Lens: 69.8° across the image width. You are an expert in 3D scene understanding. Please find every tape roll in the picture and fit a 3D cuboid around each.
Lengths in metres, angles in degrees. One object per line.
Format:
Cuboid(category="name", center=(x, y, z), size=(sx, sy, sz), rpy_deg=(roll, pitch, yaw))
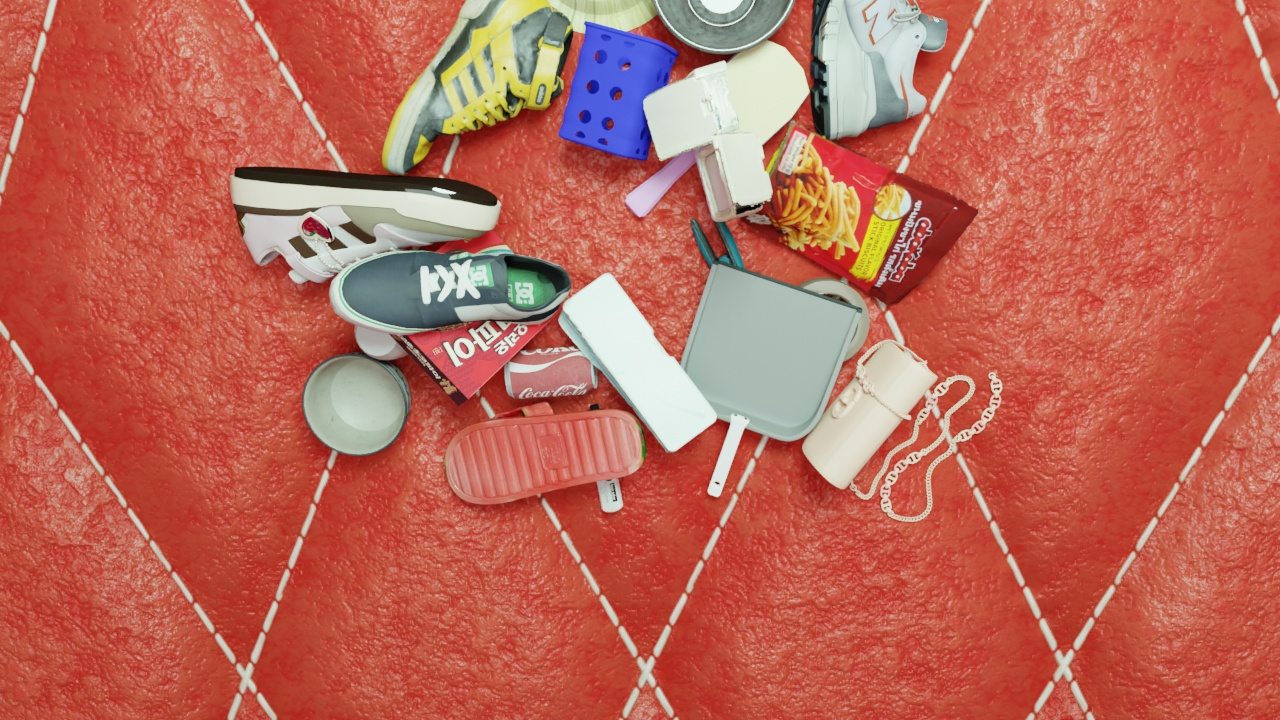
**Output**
Cuboid(category="tape roll", center=(0.200, -0.043, 1.001), size=(0.094, 0.030, 0.094), rpy_deg=(1, 103, 2))

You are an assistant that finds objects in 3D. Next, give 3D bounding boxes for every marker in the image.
Cuboid(category="marker", center=(-0.042, 0.111, 1.048), size=(0.025, 0.025, 0.126), rpy_deg=(-9, 102, 4))

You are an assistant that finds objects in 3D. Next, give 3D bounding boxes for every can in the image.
Cuboid(category="can", center=(-0.098, 0.013, 1.014), size=(0.096, 0.054, 0.054), rpy_deg=(-4, 102, 3))

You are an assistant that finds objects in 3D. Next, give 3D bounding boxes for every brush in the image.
Cuboid(category="brush", center=(0.074, -0.234, 0.956), size=(0.229, 0.043, 0.089), rpy_deg=(-42, 98, 10))

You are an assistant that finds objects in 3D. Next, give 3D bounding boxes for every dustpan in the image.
Cuboid(category="dustpan", center=(0.119, 0.036, 1.006), size=(0.163, 0.033, 0.258), rpy_deg=(20, 116, 7))

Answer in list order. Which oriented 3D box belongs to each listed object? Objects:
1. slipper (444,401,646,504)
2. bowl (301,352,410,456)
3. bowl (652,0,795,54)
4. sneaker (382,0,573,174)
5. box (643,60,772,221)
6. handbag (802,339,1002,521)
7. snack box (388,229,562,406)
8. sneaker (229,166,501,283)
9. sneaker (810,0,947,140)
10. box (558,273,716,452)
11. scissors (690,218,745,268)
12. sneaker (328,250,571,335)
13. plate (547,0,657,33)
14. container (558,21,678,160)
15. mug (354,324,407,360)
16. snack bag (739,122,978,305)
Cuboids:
Cuboid(category="slipper", center=(-0.106, 0.099, 1.031), size=(0.249, 0.059, 0.103), rpy_deg=(-12, 99, 19))
Cuboid(category="bowl", center=(-0.310, 0.043, 1.026), size=(0.115, 0.059, 0.115), rpy_deg=(1, 103, 2))
Cuboid(category="bowl", center=(0.082, -0.375, 0.910), size=(0.145, 0.067, 0.145), rpy_deg=(1, 101, 3))
Cuboid(category="sneaker", center=(-0.156, -0.269, 0.934), size=(0.122, 0.086, 0.239), rpy_deg=(33, 98, -1))
Cuboid(category="box", center=(0.063, -0.199, 0.842), size=(0.081, 0.182, 0.143), rpy_deg=(-17, 95, -6))
Cuboid(category="handbag", center=(0.295, 0.080, 0.981), size=(0.187, 0.116, 0.199), rpy_deg=(36, 101, -6))
Cuboid(category="snack box", center=(-0.180, -0.053, 0.965), size=(0.132, 0.036, 0.151), rpy_deg=(48, 60, -8))
Cuboid(category="sneaker", center=(-0.287, -0.131, 0.945), size=(0.294, 0.111, 0.116), rpy_deg=(6, 105, 11))
Cuboid(category="sneaker", center=(0.239, -0.340, 0.911), size=(0.124, 0.088, 0.240), rpy_deg=(0, 111, -2))
Cuboid(category="box", center=(-0.004, 0.004, 0.973), size=(0.199, 0.085, 0.073), rpy_deg=(52, 140, 4))
Cuboid(category="scissors", center=(0.093, -0.093, 1.001), size=(0.135, 0.019, 0.130), rpy_deg=(20, 111, 5))
Cuboid(category="sneaker", center=(-0.181, -0.075, 0.903), size=(0.235, 0.079, 0.084), rpy_deg=(-2, 78, -28))
Cuboid(category="plate", center=(-0.041, -0.426, 0.920), size=(0.184, 0.036, 0.184), rpy_deg=(1, 103, 2))
Cuboid(category="container", center=(-0.022, -0.268, 0.926), size=(0.084, 0.085, 0.114), rpy_deg=(20, 105, 14))
Cuboid(category="mug", center=(-0.273, -0.053, 0.987), size=(0.071, 0.089, 0.107), rpy_deg=(-5, 102, 3))
Cuboid(category="snack bag", center=(0.221, -0.151, 0.957), size=(0.208, 0.066, 0.139), rpy_deg=(25, 124, -6))
